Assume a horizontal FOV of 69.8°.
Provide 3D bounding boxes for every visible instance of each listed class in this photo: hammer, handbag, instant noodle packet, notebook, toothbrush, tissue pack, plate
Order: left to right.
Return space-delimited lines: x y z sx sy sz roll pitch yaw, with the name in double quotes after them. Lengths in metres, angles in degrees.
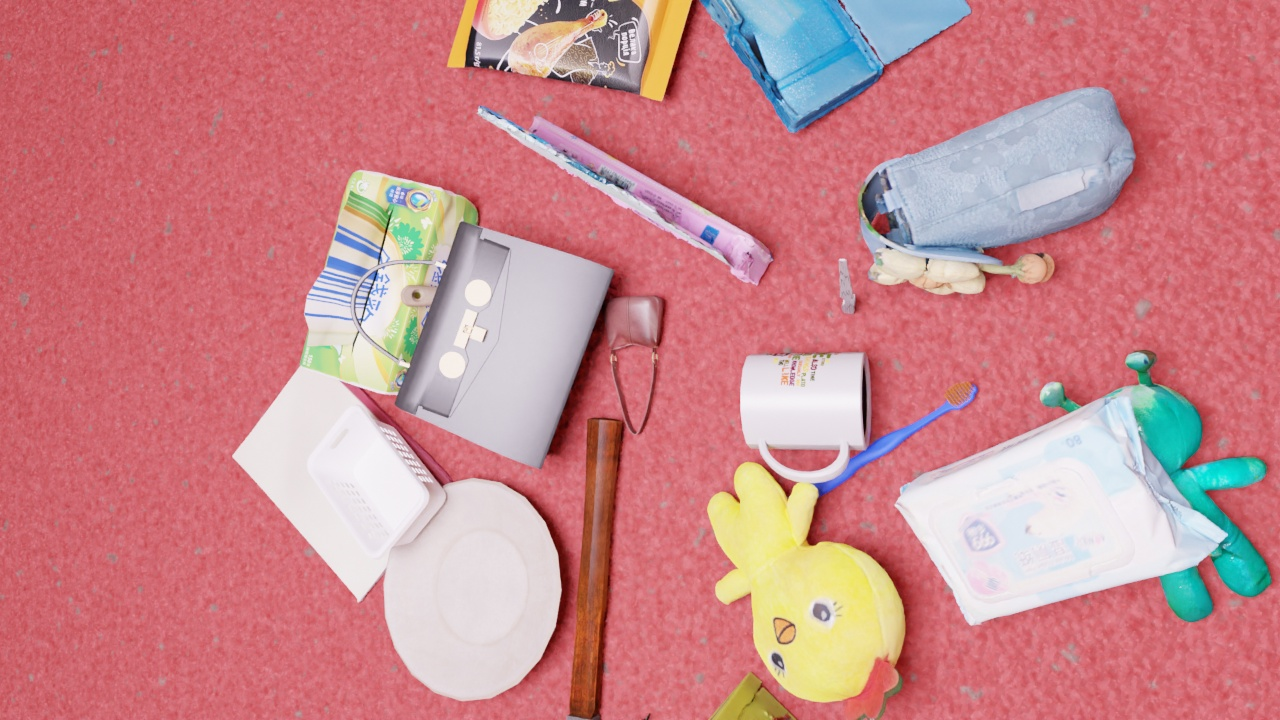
-0.294 0.106 0.894 0.209 0.012 0.153 42 98 18 "notebook"
-0.240 -0.072 0.821 0.120 0.141 0.197 9 88 20 "tissue pack"
-0.146 -0.028 0.777 0.195 0.072 0.176 20 92 -7 "handbag"
-0.146 0.200 0.815 0.189 0.027 0.188 -6 77 26 "plate"
-0.059 -0.326 0.821 0.221 0.032 0.160 16 88 20 "instant noodle packet"
-0.041 0.199 0.786 0.111 0.028 0.300 2 86 21 "hammer"
-0.005 0.005 0.794 0.055 0.029 0.119 -2 90 22 "handbag"
0.148 -0.055 0.659 0.010 0.181 0.010 8 84 15 "toothbrush"
0.183 0.070 0.721 0.183 0.018 0.016 -35 50 13 "toothbrush"
0.254 -0.107 0.662 0.192 0.121 0.118 -17 78 13 "handbag"
0.275 0.105 0.623 0.182 0.069 0.112 -35 81 43 "tissue pack"

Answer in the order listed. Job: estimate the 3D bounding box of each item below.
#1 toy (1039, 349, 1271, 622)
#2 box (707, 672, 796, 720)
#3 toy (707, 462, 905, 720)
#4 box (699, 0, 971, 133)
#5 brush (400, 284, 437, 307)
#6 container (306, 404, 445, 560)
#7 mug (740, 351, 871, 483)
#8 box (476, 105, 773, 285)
0.360 0.085 0.633 0.131 0.072 0.193 -29 85 15 "toy"
0.046 0.312 0.642 0.081 0.220 0.124 42 101 19 "box"
0.124 0.172 0.698 0.207 0.092 0.134 49 129 24 "toy"
0.135 -0.325 0.757 0.174 0.033 0.231 -31 82 -2 "box"
-0.133 -0.056 0.808 0.151 0.012 0.039 1 92 -17 "brush"
-0.235 0.110 0.832 0.129 0.049 0.081 44 99 26 "container"
0.128 0.044 0.707 0.090 0.073 0.105 -1 59 20 "mug"
-0.010 -0.138 0.735 0.230 0.159 0.035 33 98 19 "box"
